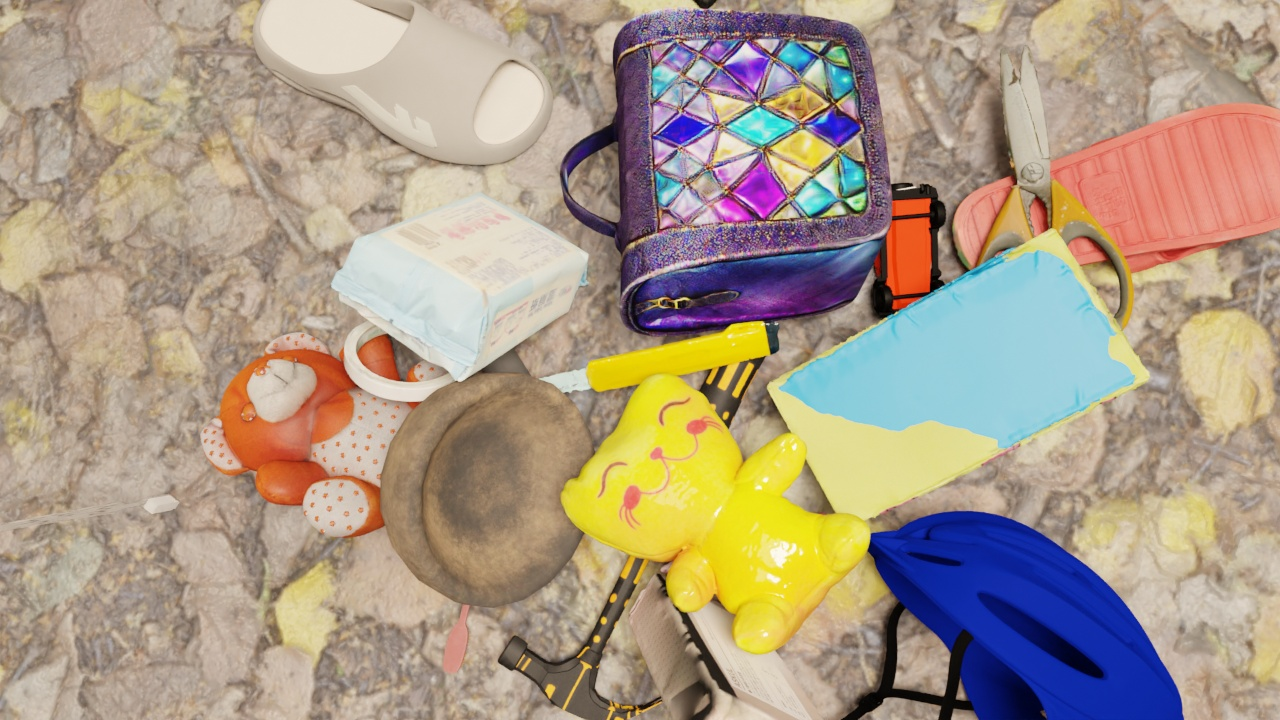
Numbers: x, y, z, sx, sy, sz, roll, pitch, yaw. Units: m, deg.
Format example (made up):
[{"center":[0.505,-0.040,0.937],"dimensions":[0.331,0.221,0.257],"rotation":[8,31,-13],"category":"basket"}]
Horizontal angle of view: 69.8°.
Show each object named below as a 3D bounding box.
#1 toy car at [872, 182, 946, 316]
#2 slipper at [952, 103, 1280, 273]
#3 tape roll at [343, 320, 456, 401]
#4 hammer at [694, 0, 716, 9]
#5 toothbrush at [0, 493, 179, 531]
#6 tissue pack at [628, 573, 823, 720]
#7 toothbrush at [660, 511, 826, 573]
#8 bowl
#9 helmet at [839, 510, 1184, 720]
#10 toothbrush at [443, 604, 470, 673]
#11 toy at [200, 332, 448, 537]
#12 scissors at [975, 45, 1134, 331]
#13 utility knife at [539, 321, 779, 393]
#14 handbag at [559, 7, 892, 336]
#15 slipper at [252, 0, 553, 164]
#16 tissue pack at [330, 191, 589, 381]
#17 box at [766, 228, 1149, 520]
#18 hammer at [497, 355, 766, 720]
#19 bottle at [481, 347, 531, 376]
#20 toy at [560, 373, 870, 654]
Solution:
[{"center":[0.199,-0.083,0.693],"dimensions":[0.051,0.049,0.100],"rotation":[-6,102,-5],"category":"toy car"},{"center":[0.361,-0.117,0.680],"dimensions":[0.249,0.059,0.103],"rotation":[-12,84,19],"category":"slipper"},{"center":[-0.173,-0.004,0.686],"dimensions":[0.093,0.092,0.013],"rotation":[19,126,7],"category":"tape roll"},{"center":[-0.067,-0.393,0.774],"dimensions":[0.324,0.034,0.170],"rotation":[36,87,8],"category":"hammer"},{"center":[-0.385,0.110,0.650],"dimensions":[0.010,0.181,0.010],"rotation":[35,91,6],"category":"toothbrush"},{"center":[0.053,0.212,0.585],"dimensions":[0.104,0.181,0.071],"rotation":[31,89,-15],"category":"tissue pack"},{"center":[0.079,0.137,0.673],"dimensions":[0.135,0.022,0.016],"rotation":[-15,75,-15],"category":"toothbrush"},{"center":[-0.113,0.087,0.651],"dimensions":[0.070,0.162,0.162],"rotation":[6,80,45],"category":"bowl"},{"center":[0.215,0.218,0.597],"dimensions":[0.241,0.148,0.227],"rotation":[45,84,4],"category":"helmet"},{"center":[-0.123,0.147,0.709],"dimensions":[0.015,0.016,0.184],"rotation":[11,80,6],"category":"toothbrush"},{"center":[-0.235,0.045,0.690],"dimensions":[0.172,0.093,0.163],"rotation":[21,58,11],"category":"toy"},{"center":[0.277,-0.118,0.672],"dimensions":[0.134,0.016,0.228],"rotation":[-17,82,20],"category":"scissors"},{"center":[-0.004,0.004,0.680],"dimensions":[0.219,0.019,0.030],"rotation":[-13,110,6],"category":"utility knife"},{"center":[0.054,-0.131,0.657],"dimensions":[0.222,0.126,0.204],"rotation":[-2,70,1],"category":"handbag"},{"center":[-0.203,-0.246,0.737],"dimensions":[0.266,0.081,0.113],"rotation":[25,81,8],"category":"slipper"},{"center":[-0.120,-0.060,0.670],"dimensions":[0.112,0.181,0.070],"rotation":[30,120,12],"category":"tissue pack"},{"center":[0.214,0.016,0.640],"dimensions":[0.221,0.082,0.124],"rotation":[-32,79,12],"category":"box"},{"center":[0.019,0.117,0.690],"dimensions":[0.123,0.036,0.320],"rotation":[27,86,3],"category":"hammer"},{"center":[-0.125,-0.022,0.723],"dimensions":[0.030,0.030,0.113],"rotation":[-33,80,-1],"category":"bottle"},{"center":[0.053,0.100,0.618],"dimensions":[0.194,0.087,0.134],"rotation":[33,82,26],"category":"toy"}]
